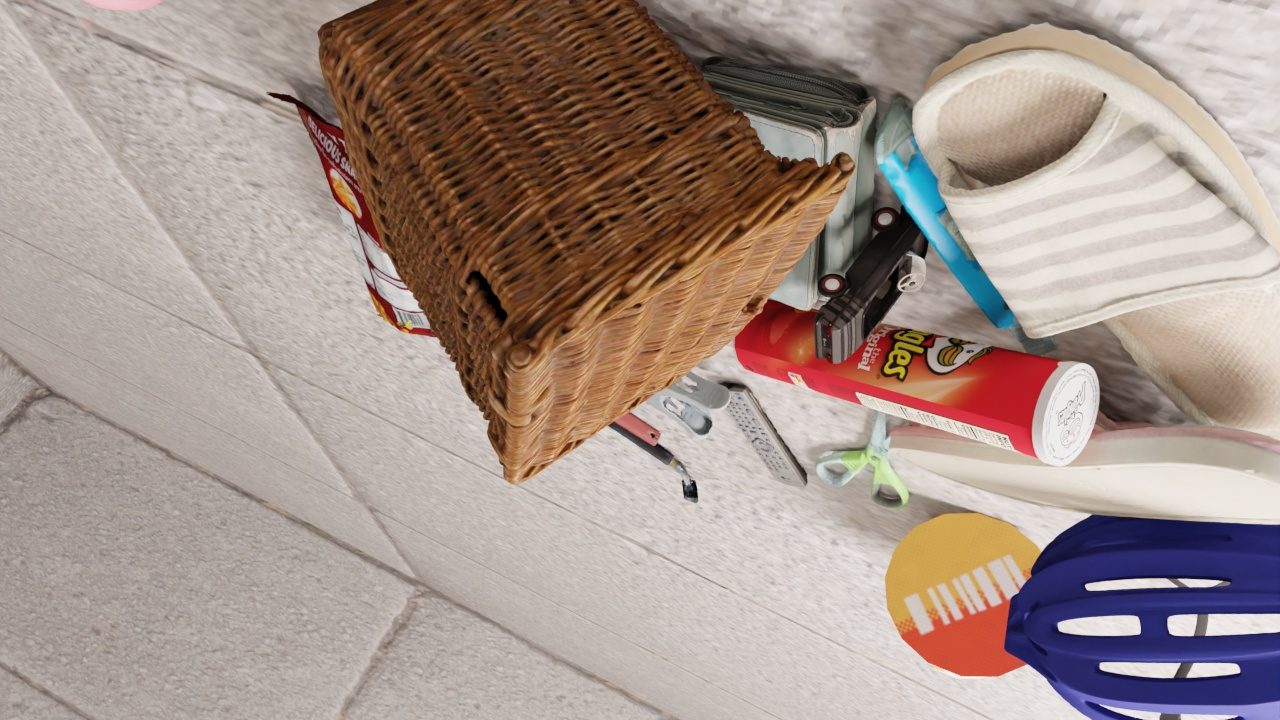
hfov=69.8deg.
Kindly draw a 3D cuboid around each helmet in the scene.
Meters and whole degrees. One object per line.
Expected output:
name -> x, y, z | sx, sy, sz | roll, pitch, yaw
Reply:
helmet -> 0.354, 0.177, 0.560 | 0.242, 0.147, 0.227 | -11, 132, 41

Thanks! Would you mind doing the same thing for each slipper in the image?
slipper -> 0.250, 0.049, 0.530 | 0.114, 0.054, 0.275 | 26, 168, -21
slipper -> 0.228, -0.038, 0.414 | 0.272, 0.053, 0.115 | 36, 150, -19

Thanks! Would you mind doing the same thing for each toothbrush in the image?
toothbrush -> -0.063, 0.026, 0.872 | 0.190, 0.016, 0.016 | 33, 159, -8

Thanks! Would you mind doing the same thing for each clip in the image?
clip -> -0.007, 0.012, 0.765 | 0.163, 0.028, 0.115 | 32, 156, 7

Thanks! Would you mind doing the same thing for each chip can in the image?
chip can -> 0.143, 0.005, 0.526 | 0.215, 0.051, 0.052 | 18, 155, 50

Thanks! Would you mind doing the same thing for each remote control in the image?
remote control -> 0.103, 0.065, 0.771 | 0.033, 0.013, 0.136 | 7, 146, 43

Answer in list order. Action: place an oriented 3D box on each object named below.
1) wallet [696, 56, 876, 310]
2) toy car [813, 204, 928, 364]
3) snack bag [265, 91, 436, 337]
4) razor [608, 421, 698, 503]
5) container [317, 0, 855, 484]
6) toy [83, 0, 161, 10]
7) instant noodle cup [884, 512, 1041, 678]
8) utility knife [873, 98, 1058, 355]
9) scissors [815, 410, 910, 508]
wallet -> 0.070, -0.092, 0.483 | 0.100, 0.054, 0.132 | 17, 147, 23
toy car -> 0.121, -0.039, 0.470 | 0.037, 0.092, 0.040 | 30, 158, 28
snack bag -> -0.207, -0.104, 0.708 | 0.139, 0.066, 0.208 | 42, 162, 29
razor -> 0.006, 0.086, 0.907 | 0.144, 0.022, 0.042 | 40, -167, -13
container -> -0.045, -0.069, 0.461 | 0.183, 0.162, 0.250 | 56, 164, 9
toy -> -0.190, -0.247, 0.338 | 0.142, 0.084, 0.213 | 36, 115, 25
instant noodle cup -> 0.265, 0.203, 0.749 | 0.123, 0.123, 0.121 | 17, 160, 24
utility knife -> 0.170, -0.057, 0.468 | 0.185, 0.031, 0.015 | 42, -172, -31
scissors -> 0.190, 0.074, 0.703 | 0.093, 0.032, 0.175 | 29, 159, 7
